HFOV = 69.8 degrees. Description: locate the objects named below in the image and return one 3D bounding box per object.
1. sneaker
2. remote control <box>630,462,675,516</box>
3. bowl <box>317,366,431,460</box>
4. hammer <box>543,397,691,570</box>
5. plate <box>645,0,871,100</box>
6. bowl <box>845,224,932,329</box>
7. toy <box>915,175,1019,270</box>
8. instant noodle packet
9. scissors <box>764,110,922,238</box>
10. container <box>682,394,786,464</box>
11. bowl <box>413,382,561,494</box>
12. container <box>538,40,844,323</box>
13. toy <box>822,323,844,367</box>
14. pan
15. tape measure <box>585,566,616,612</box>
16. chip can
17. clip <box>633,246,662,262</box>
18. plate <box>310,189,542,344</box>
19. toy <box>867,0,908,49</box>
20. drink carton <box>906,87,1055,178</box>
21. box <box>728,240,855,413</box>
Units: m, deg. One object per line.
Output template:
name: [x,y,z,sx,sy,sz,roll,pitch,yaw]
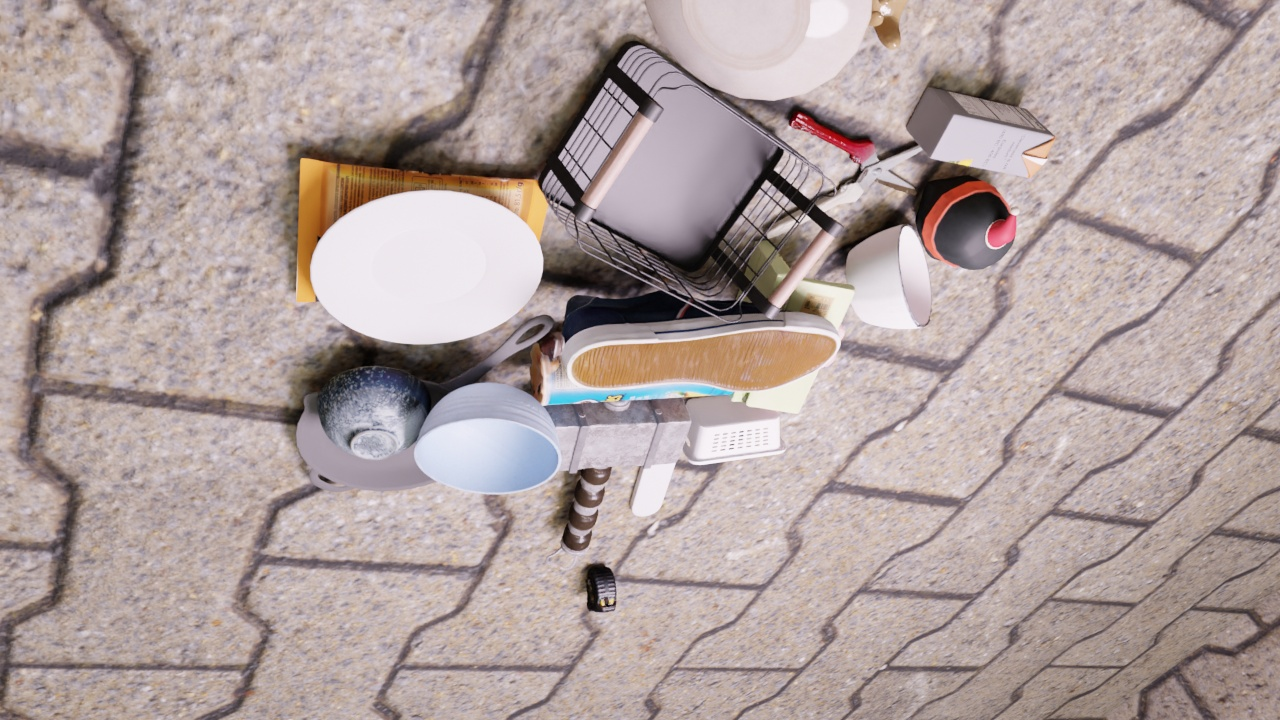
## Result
sneaker: [0.059,-0.037,0.946,0.294,0.127,0.121,1,141,-15]
remote control: [0.017,0.160,1.220,0.043,0.013,0.137,-2,133,-19]
bowl: [-0.271,0.065,0.941,0.114,0.060,0.115,-9,138,-8]
hammer: [-0.061,0.158,1.142,0.176,0.079,0.327,-1,133,-20]
plate: [0.087,-0.286,0.730,0.189,0.027,0.189,16,141,13]
bowl: [0.272,-0.088,1.010,0.066,0.116,0.116,-9,144,32]
toy: [0.351,-0.141,0.977,0.098,0.119,0.099,-42,126,16]
instant noodle packet: [-0.204,-0.111,0.860,0.220,0.032,0.160,1,135,-21]
scissors: [0.205,-0.186,0.952,0.198,0.015,0.180,21,121,-36]
container: [0.111,0.079,1.134,0.129,0.080,0.050,-6,123,-15]
bowl: [-0.157,0.072,0.960,0.150,0.074,0.151,-1,143,-1]
container: [0.045,-0.152,0.825,0.241,0.130,0.163,23,112,-36]
toy: [0.195,-0.012,1.096,0.105,0.053,0.108,-18,137,-25]
pan: [-0.230,0.045,0.993,0.355,0.024,0.216,-34,134,21]
tape measure: [-0.058,0.329,1.318,0.038,0.062,0.067,-4,171,-17]
chip can: [-0.006,0.006,1.017,0.229,0.079,0.080,-2,133,-19]
clip: [0.010,-0.128,0.933,0.041,0.024,0.061,-5,126,-19]
plate: [-0.195,-0.084,0.849,0.208,0.015,0.209,-10,146,-7]
toy: [0.174,-0.310,0.769,0.108,0.105,0.134,11,125,-15]
drink carton: [0.341,-0.228,0.921,0.124,0.076,0.049,6,130,-19]
box: [0.146,-0.027,1.016,0.064,0.130,0.188,-43,158,-46]
